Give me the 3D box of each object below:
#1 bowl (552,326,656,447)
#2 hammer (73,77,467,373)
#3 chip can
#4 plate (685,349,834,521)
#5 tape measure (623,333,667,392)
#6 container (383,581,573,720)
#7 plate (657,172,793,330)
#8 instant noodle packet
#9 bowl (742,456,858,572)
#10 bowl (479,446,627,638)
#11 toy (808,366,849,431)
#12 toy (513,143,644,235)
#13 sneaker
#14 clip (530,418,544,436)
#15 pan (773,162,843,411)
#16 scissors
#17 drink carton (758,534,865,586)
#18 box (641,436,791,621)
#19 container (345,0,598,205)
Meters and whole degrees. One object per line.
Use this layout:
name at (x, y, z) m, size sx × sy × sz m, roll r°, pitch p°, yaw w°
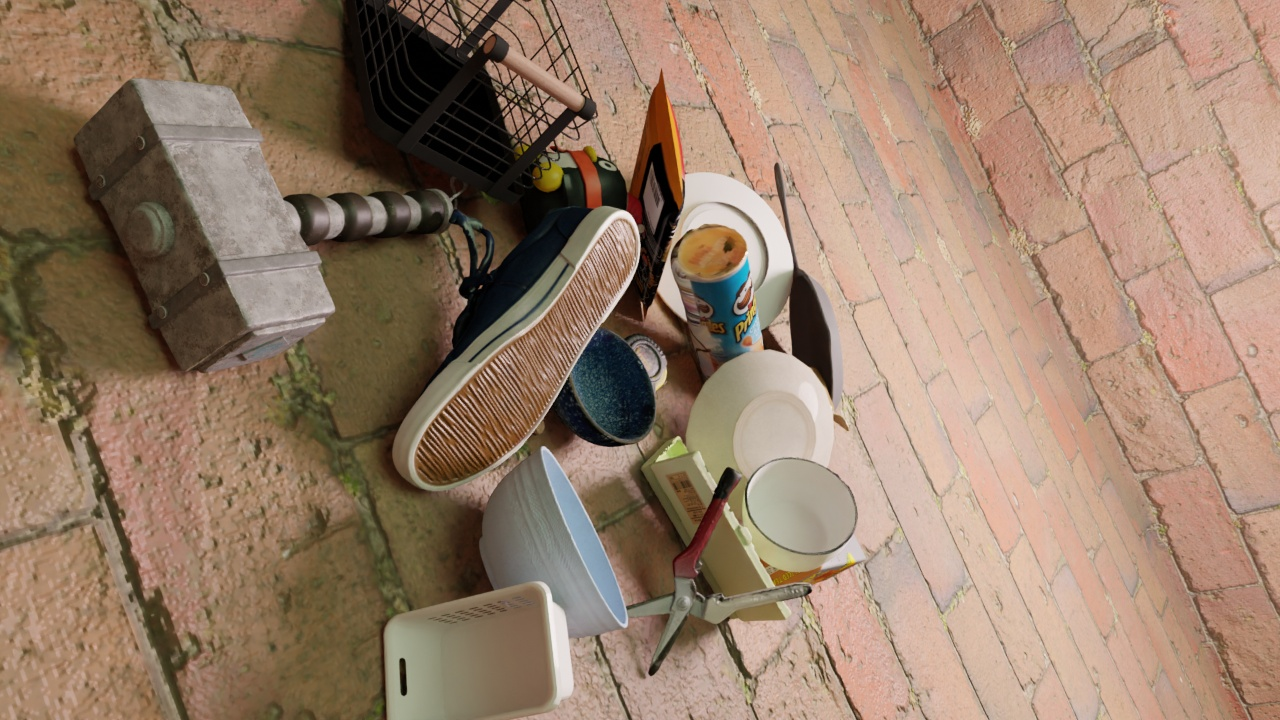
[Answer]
bowl at (-0.044, 0.033, 0.848) m, size 0.114 × 0.061 × 0.114 m, roll 30°, pitch 46°, yaw -36°
hammer at (-0.230, -0.107, 0.694) m, size 0.325 × 0.080 × 0.177 m, roll -23°, pitch 87°, yaw -62°
chip can at (0.089, -0.043, 0.991) m, size 0.230 × 0.080 × 0.079 m, roll 70°, pitch 18°, yaw -51°
plate at (0.138, 0.084, 0.988) m, size 0.188 × 0.027 × 0.189 m, roll -2°, pitch 94°, yaw -25°
tape measure at (-0.006, 0.005, 0.939) m, size 0.067 × 0.038 × 0.062 m, roll 57°, pitch 43°, yaw -4°
container at (-0.103, 0.201, 0.612) m, size 0.049 × 0.129 × 0.080 m, roll 38°, pitch 38°, yaw -59°
plate at (0.098, -0.130, 1.094) m, size 0.208 × 0.015 × 0.208 m, roll 7°, pitch 73°, yaw -24°
instant noodle packet at (0.013, -0.165, 0.954) m, size 0.032 × 0.221 × 0.159 m, roll -2°, pitch 63°, yaw -11°
bowl at (0.156, 0.163, 0.934) m, size 0.116 × 0.066 × 0.116 m, roll 4°, pitch 48°, yaw -4°
bowl at (-0.075, 0.148, 0.698) m, size 0.150 × 0.075 × 0.150 m, roll 141°, pitch -77°, yaw -90°
toy at (0.175, 0.066, 1.079) m, size 0.106 × 0.108 × 0.133 m, roll 51°, pitch 34°, yaw 4°
toy at (-0.060, -0.163, 0.909) m, size 0.119 × 0.100 × 0.097 m, roll -11°, pitch 34°, yaw -24°
sneaker at (-0.124, -0.028, 0.755) m, size 0.293 × 0.127 × 0.121 m, roll -57°, pitch 145°, yaw -29°
clip at (-0.098, 0.035, 0.795) m, size 0.060 × 0.041 × 0.024 m, roll 52°, pitch 37°, yaw -7°
pan at (0.211, -0.079, 1.153) m, size 0.216 × 0.024 × 0.354 m, roll 103°, pitch -22°, yaw -83°
scissors at (0.074, 0.201, 0.832) m, size 0.179 × 0.015 × 0.198 m, roll 25°, pitch 79°, yaw -16°
drink carton at (0.191, 0.218, 1.023) m, size 0.124 × 0.076 × 0.048 m, roll 8°, pitch 52°, yaw -53°
box at (0.070, 0.171, 0.909) m, size 0.188 × 0.064 × 0.130 m, roll 60°, pitch -8°, yaw -7°
container at (-0.147, -0.276, 0.813) m, size 0.162 × 0.130 × 0.241 m, roll 23°, pitch 37°, yaw -44°
